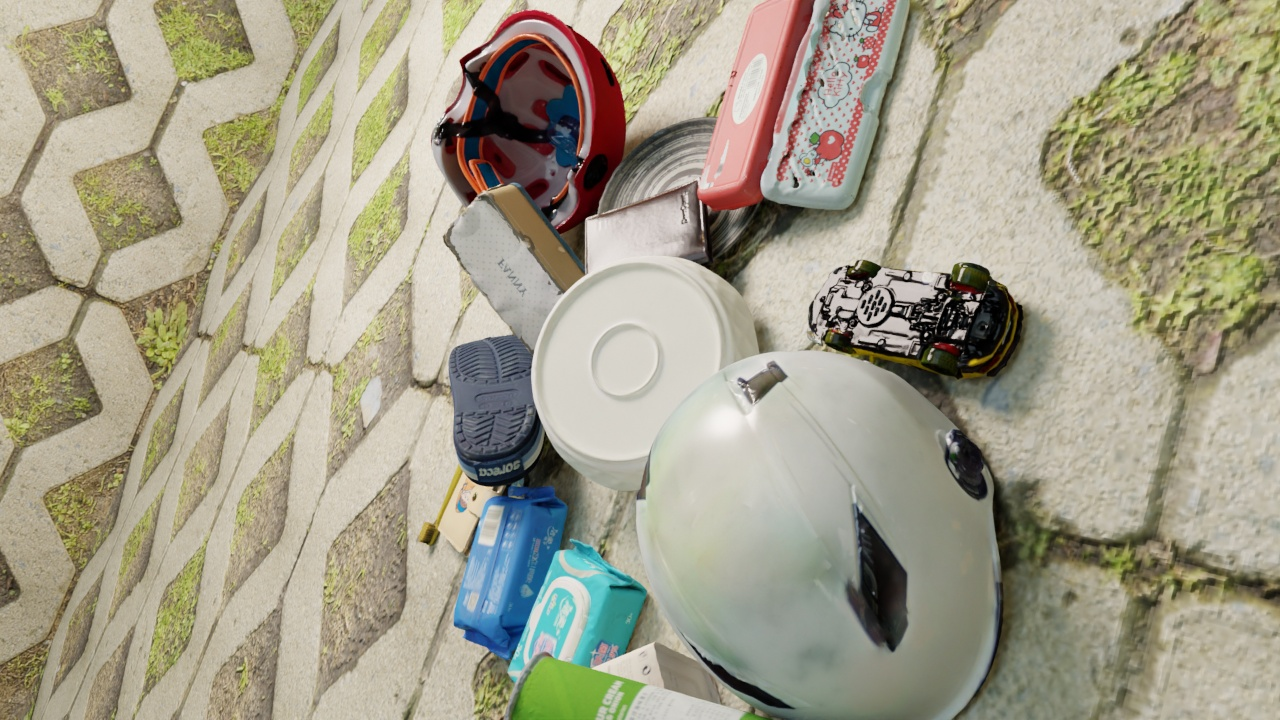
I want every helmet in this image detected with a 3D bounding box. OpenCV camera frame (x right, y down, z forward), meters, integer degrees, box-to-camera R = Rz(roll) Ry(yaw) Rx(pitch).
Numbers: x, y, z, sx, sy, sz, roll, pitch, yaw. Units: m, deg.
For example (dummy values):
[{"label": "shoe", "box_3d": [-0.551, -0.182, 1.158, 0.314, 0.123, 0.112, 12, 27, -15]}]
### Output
[{"label": "helmet", "box_3d": [0.088, 0.101, 0.572, 0.230, 0.145, 0.258, -44, 41, 27]}, {"label": "helmet", "box_3d": [-0.097, -0.249, 0.993, 0.207, 0.143, 0.241, 46, 121, 19]}]

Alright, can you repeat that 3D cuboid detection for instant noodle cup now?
[{"label": "instant noodle cup", "box_3d": [-0.010, 0.264, 0.637, 0.124, 0.116, 0.116, -35, 44, 17]}]

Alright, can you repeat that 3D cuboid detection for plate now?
[{"label": "plate", "box_3d": [0.038, -0.150, 0.863, 0.180, 0.024, 0.179, -14, 60, 26]}, {"label": "plate", "box_3d": [-0.005, 0.004, 0.762, 0.205, 0.045, 0.204, -7, 72, 23]}]

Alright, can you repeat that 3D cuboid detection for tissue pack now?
[{"label": "tissue pack", "box_3d": [-0.052, 0.222, 0.756, 0.093, 0.050, 0.133, 12, 79, 54]}, {"label": "tissue pack", "box_3d": [-0.121, 0.194, 0.858, 0.095, 0.052, 0.157, -6, 64, 52]}]

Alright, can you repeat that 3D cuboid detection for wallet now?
[{"label": "wallet", "box_3d": [-0.175, 0.145, 0.981, 0.087, 0.024, 0.115, 25, 88, 53]}, {"label": "wallet", "box_3d": [0.006, -0.109, 0.835, 0.122, 0.020, 0.096, -16, 59, 22]}]

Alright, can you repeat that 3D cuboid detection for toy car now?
[{"label": "toy car", "box_3d": [0.180, -0.030, 0.622, 0.156, 0.041, 0.071, 14, 81, 52]}]

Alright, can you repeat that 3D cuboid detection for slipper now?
[{"label": "slipper", "box_3d": [-0.139, 0.054, 0.937, 0.252, 0.105, 0.095, -111, 14, -61]}]

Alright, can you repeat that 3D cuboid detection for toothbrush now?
[{"label": "toothbrush", "box_3d": [-0.207, 0.120, 1.039, 0.016, 0.016, 0.190, 19, 85, 53]}]

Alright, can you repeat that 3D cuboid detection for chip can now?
[{"label": "chip can", "box_3d": [0.038, 0.232, 0.526, 0.236, 0.072, 0.072, 8, 73, 21]}]

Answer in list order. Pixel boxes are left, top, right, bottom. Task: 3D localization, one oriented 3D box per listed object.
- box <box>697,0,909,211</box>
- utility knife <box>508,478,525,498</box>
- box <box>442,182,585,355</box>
[{"label": "box", "box_3d": [0.132, -0.222, 0.778, 0.161, 0.059, 0.201, 8, 77, 41]}, {"label": "utility knife", "box_3d": [-0.139, 0.190, 0.921, 0.031, 0.018, 0.166, -1, 64, 45]}, {"label": "box", "box_3d": [-0.111, -0.085, 0.926, 0.090, 0.184, 0.062, -35, 4, 33]}]
